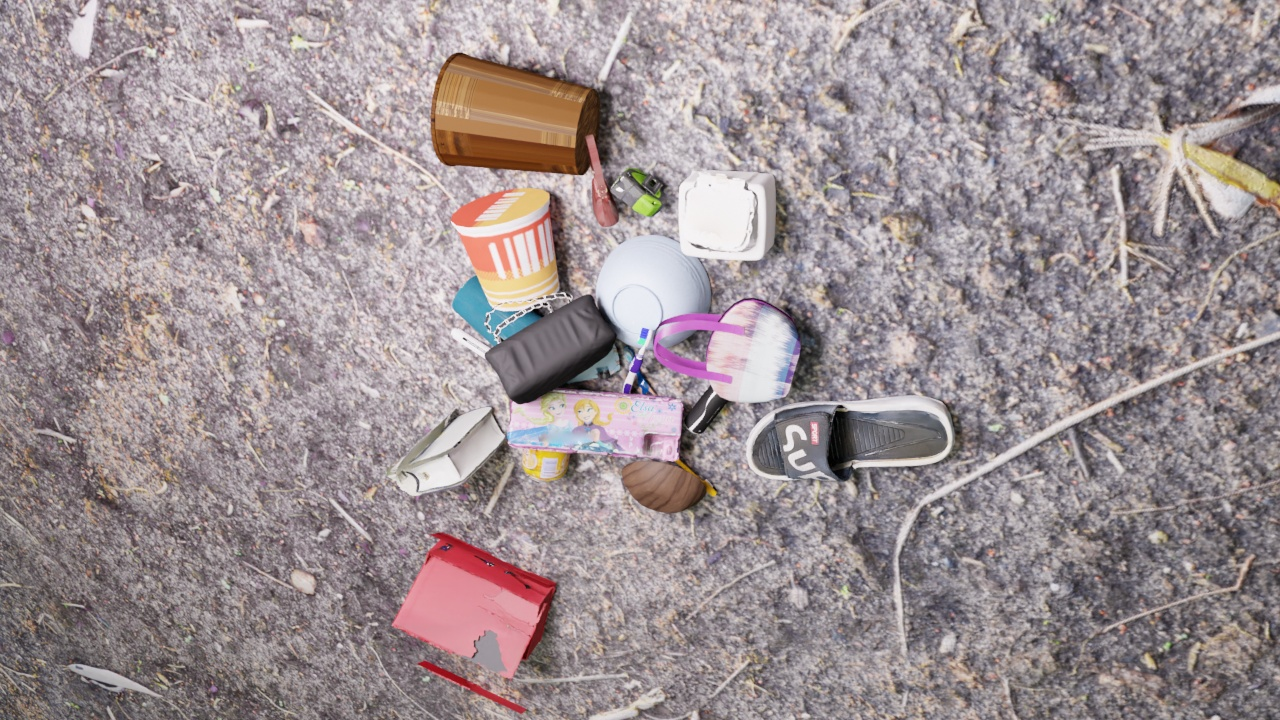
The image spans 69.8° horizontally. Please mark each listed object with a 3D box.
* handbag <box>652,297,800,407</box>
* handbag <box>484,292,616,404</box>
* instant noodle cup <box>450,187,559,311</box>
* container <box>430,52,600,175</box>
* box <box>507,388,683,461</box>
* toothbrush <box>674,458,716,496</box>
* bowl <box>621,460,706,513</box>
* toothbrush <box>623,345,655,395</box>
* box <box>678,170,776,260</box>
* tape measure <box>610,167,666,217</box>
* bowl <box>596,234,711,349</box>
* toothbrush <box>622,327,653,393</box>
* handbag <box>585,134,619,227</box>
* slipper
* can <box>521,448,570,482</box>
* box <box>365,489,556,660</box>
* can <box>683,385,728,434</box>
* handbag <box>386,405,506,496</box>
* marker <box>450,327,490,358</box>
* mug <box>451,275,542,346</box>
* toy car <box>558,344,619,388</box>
[{"bbox_3d":[0.100,-0.013,1.110,0.170,0.068,0.145,8,119,-5],"label":"handbag"},{"bbox_3d":[-0.120,-0.022,1.157,0.153,0.125,0.114,-34,78,-9],"label":"handbag"},{"bbox_3d":[-0.162,-0.138,1.163,0.123,0.123,0.121,0,121,21],"label":"instant noodle cup"},{"bbox_3d":[-0.141,-0.282,1.081,0.167,0.132,0.132,12,118,9],"label":"container"},{"bbox_3d":[-0.060,0.084,1.206,0.230,0.063,0.084,5,95,2],"label":"box"},{"bbox_3d":[0.031,0.119,1.256,0.196,0.030,0.031,42,118,-5],"label":"toothbrush"},{"bbox_3d":[0.028,0.179,1.249,0.119,0.032,0.119,12,149,7],"label":"bowl"},{"bbox_3d":[0.009,0.041,1.234,0.022,0.017,0.135,-21,105,20],"label":"toothbrush"},{"bbox_3d":[0.095,-0.163,1.055,0.108,0.101,0.102,6,117,17],"label":"box"},{"bbox_3d":[0.002,-0.203,1.095,0.065,0.058,0.036,37,121,-12],"label":"tape measure"},{"bbox_3d":[0.006,-0.075,1.146,0.151,0.074,0.151,9,117,18],"label":"bowl"},{"bbox_3d":[-0.007,0.007,1.176,0.016,0.015,0.187,16,151,-2],"label":"toothbrush"},{"bbox_3d":[-0.050,-0.218,1.087,0.029,0.055,0.120,-16,140,-3],"label":"handbag"},{"bbox_3d":[0.252,0.104,1.143,0.264,0.063,0.111,-8,111,22],"label":"slipper"},{"bbox_3d":[-0.129,0.111,1.292,0.068,0.067,0.105,19,120,12],"label":"can"},{"bbox_3d":[-0.247,0.310,1.358,0.213,0.127,0.426,22,150,11],"label":"box"},{"bbox_3d":[0.090,0.059,1.202,0.031,0.031,0.081,36,122,2],"label":"can"},{"bbox_3d":[-0.301,0.131,1.322,0.176,0.150,0.074,-17,107,28],"label":"handbag"},{"bbox_3d":[-0.211,-0.008,1.298,0.133,0.017,0.020,33,85,4],"label":"marker"},{"bbox_3d":[-0.189,-0.057,1.236,0.121,0.078,0.078,38,122,7],"label":"mug"},{"bbox_3d":[-0.080,0.000,1.244,0.108,0.027,0.060,-10,104,9],"label":"toy car"}]
